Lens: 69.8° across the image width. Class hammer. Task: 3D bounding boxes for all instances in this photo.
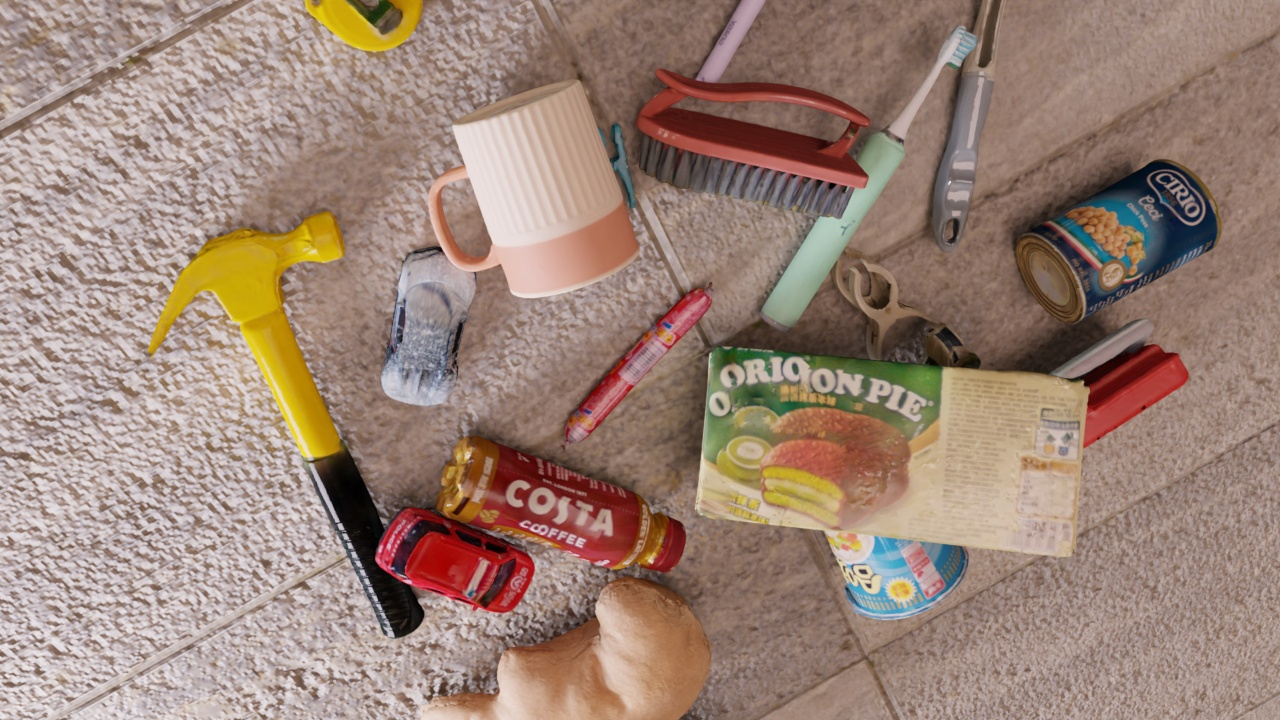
[{"bbox_3d":[-0.208,0.059,0.598,0.128,0.033,0.301,-19,115,-6],"label":"hammer"}]

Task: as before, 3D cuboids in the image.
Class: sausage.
[{"bbox_3d":[-0.004,0.004,0.633,0.020,0.020,0.156,40,98,-24],"label":"sausage"}]

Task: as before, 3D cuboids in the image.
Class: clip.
[{"bbox_3d":[-0.017,-0.122,0.582,0.041,0.014,0.056,-10,115,-10],"label":"clip"},{"bbox_3d":[0.166,-0.038,0.653,0.064,0.034,0.098,-39,124,2],"label":"clip"}]

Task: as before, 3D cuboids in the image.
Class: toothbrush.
[{"bbox_3d":[0.146,-0.115,0.605,0.027,0.026,0.225,24,110,-17],"label":"toothbrush"},{"bbox_3d":[0.082,-0.243,0.546,0.021,0.029,0.189,1,125,-55],"label":"toothbrush"}]

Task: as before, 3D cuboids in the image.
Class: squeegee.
[{"bbox_3d":[0.225,-0.192,0.600,0.246,0.039,0.247,5,116,2],"label":"squeegee"}]

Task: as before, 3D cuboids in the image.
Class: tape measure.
[{"bbox_3d":[-0.150,-0.202,0.508,0.057,0.029,0.060,38,99,-25],"label":"tape measure"}]

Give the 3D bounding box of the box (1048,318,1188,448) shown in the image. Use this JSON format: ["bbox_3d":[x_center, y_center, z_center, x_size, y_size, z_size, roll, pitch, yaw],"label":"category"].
[{"bbox_3d":[0.297,0.039,0.693,0.201,0.090,0.068,-33,87,1],"label":"box"}]

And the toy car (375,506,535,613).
[{"bbox_3d":[-0.122,0.141,0.629,0.120,0.045,0.053,32,84,-41],"label":"toy car"}]

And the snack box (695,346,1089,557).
[{"bbox_3d":[0.160,0.058,0.609,0.240,0.063,0.114,5,87,7],"label":"snack box"}]

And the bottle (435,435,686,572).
[{"bbox_3d":[-0.051,0.106,0.642,0.175,0.057,0.057,22,105,-21],"label":"bottle"}]

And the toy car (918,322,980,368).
[{"bbox_3d":[0.222,0.013,0.668,0.035,0.042,0.090,-24,135,-8],"label":"toy car"}]

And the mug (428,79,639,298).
[{"bbox_3d":[-0.070,-0.098,0.546,0.115,0.081,0.106,-14,113,11],"label":"mug"}]

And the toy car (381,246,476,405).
[{"bbox_3d":[-0.135,-0.020,0.585,0.049,0.031,0.106,9,108,-19],"label":"toy car"}]

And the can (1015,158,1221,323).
[{"bbox_3d":[0.335,-0.083,0.651,0.111,0.075,0.075,-29,115,-1],"label":"can"}]

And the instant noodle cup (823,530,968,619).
[{"bbox_3d":[0.178,0.121,0.689,0.099,0.099,0.110,-31,108,0],"label":"instant noodle cup"}]

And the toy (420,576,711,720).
[{"bbox_3d":[-0.053,0.250,0.693,0.226,0.082,0.143,-31,115,5],"label":"toy"}]

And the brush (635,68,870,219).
[{"bbox_3d":[0.068,-0.138,0.570,0.145,0.063,0.069,8,121,-15],"label":"brush"}]
